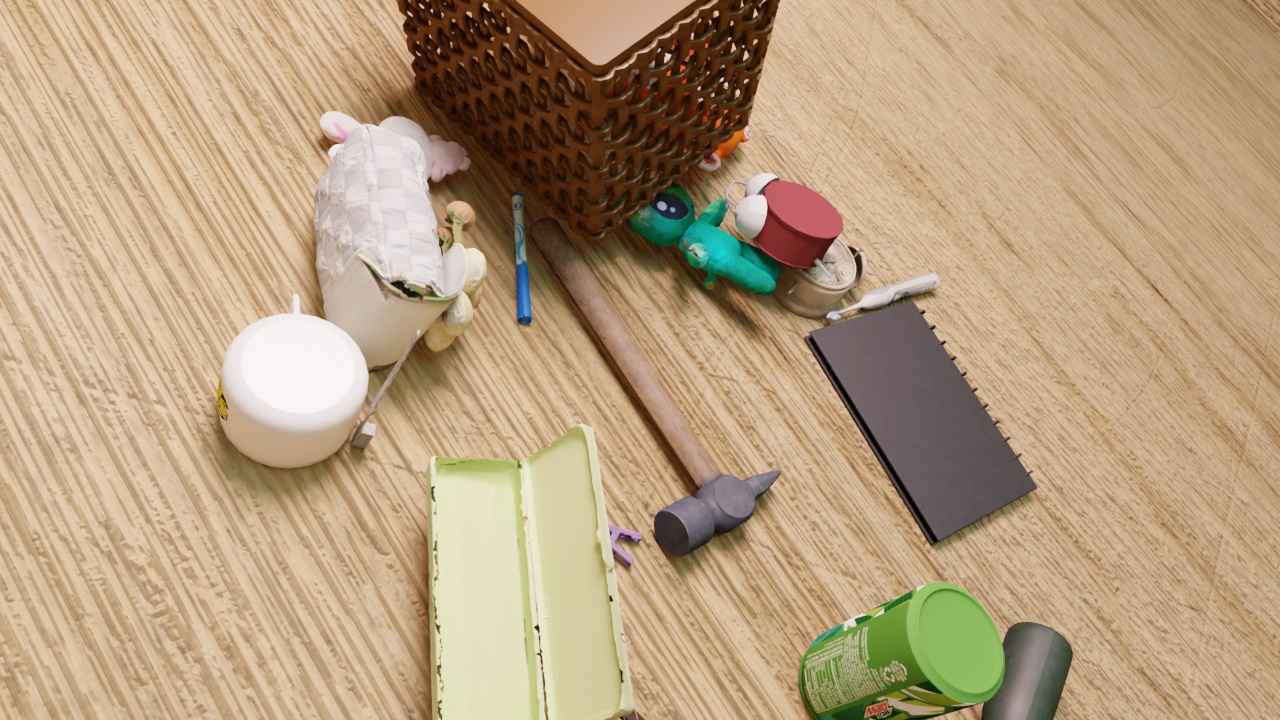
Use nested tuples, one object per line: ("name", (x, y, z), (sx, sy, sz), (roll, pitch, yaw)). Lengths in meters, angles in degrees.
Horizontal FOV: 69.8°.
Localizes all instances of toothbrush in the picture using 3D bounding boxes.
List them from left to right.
("toothbrush", (-0.163, 0.022, 0.593), (0.010, 0.182, 0.010), (16, 59, -22))
("toothbrush", (0.259, -0.068, 0.982), (0.185, 0.022, 0.024), (-17, 50, -36))

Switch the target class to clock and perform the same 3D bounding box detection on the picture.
("clock", (0.139, -0.136, 0.882), (0.124, 0.044, 0.086), (27, 41, -1))
("clock", (0.192, -0.097, 0.944), (0.140, 0.055, 0.093), (-5, 62, -28))

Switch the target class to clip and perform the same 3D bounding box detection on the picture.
("clip", (-0.019, 0.135, 0.708), (0.045, 0.014, 0.050), (-34, 81, -39))

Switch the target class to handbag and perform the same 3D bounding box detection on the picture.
("handbag", (-0.183, -0.090, 0.707), (0.123, 0.113, 0.171), (4, 57, -37))

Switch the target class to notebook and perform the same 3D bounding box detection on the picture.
("notebook", (0.284, 0.051, 0.920), (0.168, 0.019, 0.231), (-16, 68, -33))

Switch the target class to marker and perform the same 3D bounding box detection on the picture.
("marker", (-0.106, -0.094, 0.811), (0.013, 0.013, 0.141), (7, 57, -24))

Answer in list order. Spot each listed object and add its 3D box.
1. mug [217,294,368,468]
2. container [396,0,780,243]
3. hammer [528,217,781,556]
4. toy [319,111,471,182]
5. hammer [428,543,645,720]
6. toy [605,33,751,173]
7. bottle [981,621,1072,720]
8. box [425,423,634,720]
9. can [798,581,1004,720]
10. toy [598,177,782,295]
("mug", (-0.240, 0.011, 0.634), (0.094, 0.068, 0.115), (3, 59, -26))
("container", (-0.046, -0.294, 0.779), (0.219, 0.214, 0.251), (-41, 74, -20))
("hammer", (-0.005, 0.005, 0.787), (0.129, 0.040, 0.321), (-20, 70, -40))
("toy", (-0.211, -0.180, 0.795), (0.125, 0.037, 0.076), (0, 56, -31))
("hammer", (0.006, 0.254, 0.621), (0.322, 0.044, 0.098), (44, 50, 4))
("toy", (0.038, -0.278, 0.957), (0.172, 0.093, 0.163), (41, 50, -1))
("bottle", (0.304, 0.295, 0.747), (0.055, 0.055, 0.173), (41, 51, 2))
("box", (-0.074, 0.143, 0.584), (0.133, 0.061, 0.187), (-16, 60, 8))
("can", (0.185, 0.223, 0.671), (0.083, 0.144, 0.083), (14, 55, -20))
("toy", (0.045, -0.119, 0.874), (0.193, 0.073, 0.130), (32, 31, -1))
